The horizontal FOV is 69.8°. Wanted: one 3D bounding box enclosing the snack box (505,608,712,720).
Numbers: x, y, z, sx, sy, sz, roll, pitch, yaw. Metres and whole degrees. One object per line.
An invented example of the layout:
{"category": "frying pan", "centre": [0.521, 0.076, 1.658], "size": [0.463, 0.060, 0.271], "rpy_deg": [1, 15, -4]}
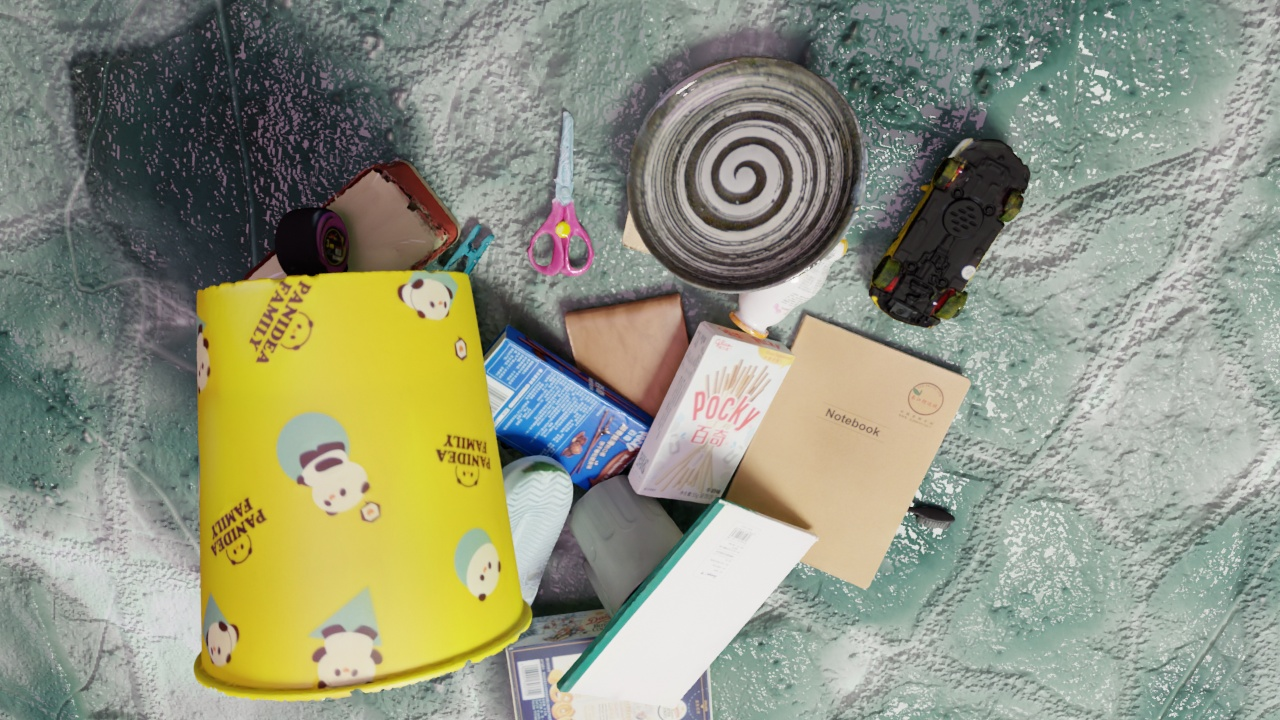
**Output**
{"category": "snack box", "centre": [-0.025, 0.322, 0.863], "size": [0.182, 0.045, 0.178], "rpy_deg": [-6, 109, -5]}

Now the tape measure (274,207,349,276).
{"category": "tape measure", "centre": [-0.249, -0.086, 0.693], "size": [0.039, 0.057, 0.058], "rpy_deg": [1, 106, 12]}

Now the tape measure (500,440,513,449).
{"category": "tape measure", "centre": [-0.099, 0.051, 0.811], "size": [0.058, 0.025, 0.054], "rpy_deg": [-8, 106, 4]}

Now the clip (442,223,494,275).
{"category": "clip", "centre": [-0.145, -0.089, 0.776], "size": [0.043, 0.014, 0.057], "rpy_deg": [40, 111, -6]}

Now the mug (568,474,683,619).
{"category": "mug", "centre": [-0.010, 0.176, 0.792], "size": [0.083, 0.103, 0.124], "rpy_deg": [-6, 132, -34]}

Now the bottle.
{"category": "bottle", "centre": [0.113, -0.070, 0.721], "size": [0.063, 0.063, 0.108], "rpy_deg": [31, 109, -3]}

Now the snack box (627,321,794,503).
{"category": "snack box", "centre": [0.058, 0.048, 0.769], "size": [0.084, 0.027, 0.157], "rpy_deg": [13, 114, -30]}

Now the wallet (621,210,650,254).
{"category": "wallet", "centre": [0.034, -0.137, 0.732], "size": [0.087, 0.024, 0.115], "rpy_deg": [14, 110, -2]}

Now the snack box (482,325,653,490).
{"category": "snack box", "centre": [-0.073, 0.045, 0.772], "size": [0.157, 0.026, 0.085], "rpy_deg": [34, 113, -21]}

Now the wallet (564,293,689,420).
{"category": "wallet", "centre": [-0.005, 0.005, 0.787], "size": [0.101, 0.020, 0.115], "rpy_deg": [-8, 110, 9]}

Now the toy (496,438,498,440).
{"category": "toy", "centre": [-0.251, 0.080, 0.802], "size": [0.247, 0.090, 0.227], "rpy_deg": [-40, 117, 10]}

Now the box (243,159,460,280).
{"category": "box", "centre": [-0.240, -0.082, 0.758], "size": [0.169, 0.076, 0.091], "rpy_deg": [-35, 100, 17]}

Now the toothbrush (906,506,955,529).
{"category": "toothbrush", "centre": [0.179, 0.126, 0.806], "size": [0.189, 0.014, 0.016], "rpy_deg": [9, 135, 6]}

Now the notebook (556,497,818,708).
{"category": "notebook", "centre": [0.043, 0.208, 0.765], "size": [0.150, 0.012, 0.209], "rpy_deg": [27, 106, -43]}

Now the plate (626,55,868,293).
{"category": "plate", "centre": [0.078, -0.137, 0.683], "size": [0.180, 0.024, 0.179], "rpy_deg": [-2, 85, 19]}

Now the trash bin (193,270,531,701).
{"category": "trash bin", "centre": [-0.202, 0.072, 0.649], "size": [0.230, 0.229, 0.255], "rpy_deg": [-4, 93, 9]}

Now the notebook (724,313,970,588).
{"category": "notebook", "centre": [0.168, 0.081, 0.784], "size": [0.148, 0.008, 0.208], "rpy_deg": [22, 107, 3]}

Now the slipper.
{"category": "slipper", "centre": [-0.135, 0.166, 0.814], "size": [0.074, 0.103, 0.246], "rpy_deg": [53, 131, 34]}

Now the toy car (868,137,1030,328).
{"category": "toy car", "centre": [0.237, -0.096, 0.706], "size": [0.071, 0.041, 0.156], "rpy_deg": [26, 112, -2]}

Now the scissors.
{"category": "scissors", "centre": [-0.064, -0.134, 0.749], "size": [0.057, 0.017, 0.133], "rpy_deg": [1, 106, -8]}
